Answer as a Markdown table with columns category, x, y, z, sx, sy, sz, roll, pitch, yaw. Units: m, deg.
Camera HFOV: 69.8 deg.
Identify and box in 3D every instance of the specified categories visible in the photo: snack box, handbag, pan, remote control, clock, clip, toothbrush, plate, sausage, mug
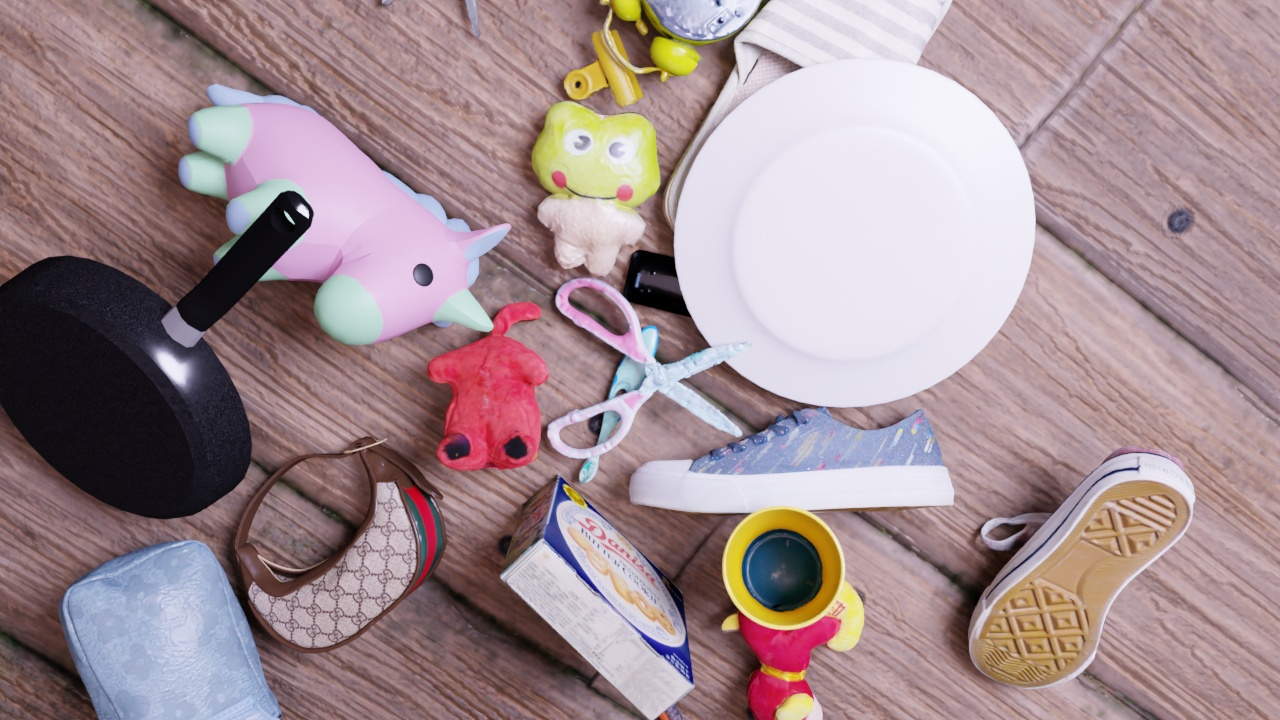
| category | x | y | z | sx | sy | sz | roll | pitch | yaw |
| --- | --- | --- | --- | --- | --- | --- | --- | --- | --- |
| snack box | -0.029 | 0.163 | 0.659 | 0.043 | 0.145 | 0.144 | -43 | 99 | 7 |
| handbag | -0.360 | 0.237 | 0.702 | 0.121 | 0.119 | 0.192 | -25 | 93 | -34 |
| pan | -0.316 | -0.005 | 0.598 | 0.357 | 0.043 | 0.204 | -31 | 105 | 36 |
| remote control | 0.063 | -0.044 | 0.669 | 0.152 | 0.020 | 0.041 | 14 | 103 | 4 |
| handbag | -0.231 | 0.135 | 0.703 | 0.167 | 0.063 | 0.138 | -39 | 90 | 9 |
| clock | 0.028 | -0.242 | 0.607 | 0.119 | 0.057 | 0.083 | -40 | 101 | 4 |
| clip | -0.028 | -0.198 | 0.637 | 0.048 | 0.045 | 0.054 | -27 | 104 | -19 |
| toothbrush | -0.018 | 0.035 | 0.695 | 0.022 | 0.017 | 0.135 | 26 | 102 | 6 |
| plate | 0.143 | -0.078 | 0.624 | 0.242 | 0.016 | 0.243 | 2 | 110 | 6 |
| sausage | 0.019 | 0.284 | 0.751 | 0.020 | 0.020 | 0.155 | -28 | 101 | 7 |
| mug | 0.099 | 0.146 | 0.643 | 0.078 | 0.121 | 0.078 | -2 | 76 | 8 |

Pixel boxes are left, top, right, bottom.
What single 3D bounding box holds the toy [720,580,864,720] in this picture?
| category | x | y | z | sx | sy | sz | roll | pitch | yaw |
| --- | --- | --- | --- | --- | --- | --- | --- | --- | --- |
| toy | 0.115 | 0.220 | 0.716 | 0.105 | 0.067 | 0.137 | 14 | 94 | 5 |

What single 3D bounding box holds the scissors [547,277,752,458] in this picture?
| category | x | y | z | sx | sy | sz | roll | pitch | yaw |
| --- | --- | --- | --- | --- | --- | --- | --- | --- | --- |
| scissors | -0.006 | 0.020 | 0.675 | 0.170 | 0.014 | 0.169 | 35 | 105 | 7 |

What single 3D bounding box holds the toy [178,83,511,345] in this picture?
| category | x | y | z | sx | sy | sz | roll | pitch | yaw |
| --- | --- | --- | --- | --- | --- | --- | --- | --- | --- |
| toy | -0.202 | -0.102 | 0.623 | 0.120 | 0.170 | 0.222 | -47 | 65 | 43 |

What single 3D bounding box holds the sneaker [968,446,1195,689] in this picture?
| category | x | y | z | sx | sy | sz | roll | pitch | yaw |
| --- | --- | --- | --- | --- | --- | --- | --- | --- | --- |
| sneaker | 0.318 | 0.147 | 0.682 | 0.118 | 0.087 | 0.242 | 23 | 126 | 7 |

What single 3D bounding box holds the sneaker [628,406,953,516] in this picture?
| category | x | y | z | sx | sy | sz | roll | pitch | yaw |
| --- | --- | --- | --- | --- | --- | --- | --- | --- | --- |
| sneaker | 0.108 | 0.073 | 0.674 | 0.235 | 0.087 | 0.079 | -2 | 79 | 3 |

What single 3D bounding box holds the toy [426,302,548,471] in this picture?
| category | x | y | z | sx | sy | sz | roll | pitch | yaw |
| --- | --- | --- | --- | --- | --- | --- | --- | --- | --- |
| toy | -0.106 | 0.022 | 0.679 | 0.088 | 0.094 | 0.132 | 7 | 75 | 7 |

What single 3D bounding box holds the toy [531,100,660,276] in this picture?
| category | x | y | z | sx | sy | sz | roll | pitch | yaw |
| --- | --- | --- | --- | --- | --- | --- | --- | --- | --- |
| toy | -0.034 | -0.119 | 0.647 | 0.092 | 0.043 | 0.118 | 10 | 105 | -3 |

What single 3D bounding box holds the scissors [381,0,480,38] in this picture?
| category | x | y | z | sx | sy | sz | roll | pitch | yaw |
| --- | --- | --- | --- | --- | --- | --- | --- | --- | --- |
| scissors | -0.128 | -0.309 | 0.620 | 0.141 | 0.014 | 0.175 | -22 | 100 | 2 |

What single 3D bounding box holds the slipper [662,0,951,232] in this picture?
| category | x | y | z | sx | sy | sz | roll | pitch | yaw |
| --- | --- | --- | --- | --- | --- | --- | --- | --- | --- |
| slipper | 0.114 | -0.188 | 0.627 | 0.114 | 0.054 | 0.273 | 37 | 101 | -3 |
